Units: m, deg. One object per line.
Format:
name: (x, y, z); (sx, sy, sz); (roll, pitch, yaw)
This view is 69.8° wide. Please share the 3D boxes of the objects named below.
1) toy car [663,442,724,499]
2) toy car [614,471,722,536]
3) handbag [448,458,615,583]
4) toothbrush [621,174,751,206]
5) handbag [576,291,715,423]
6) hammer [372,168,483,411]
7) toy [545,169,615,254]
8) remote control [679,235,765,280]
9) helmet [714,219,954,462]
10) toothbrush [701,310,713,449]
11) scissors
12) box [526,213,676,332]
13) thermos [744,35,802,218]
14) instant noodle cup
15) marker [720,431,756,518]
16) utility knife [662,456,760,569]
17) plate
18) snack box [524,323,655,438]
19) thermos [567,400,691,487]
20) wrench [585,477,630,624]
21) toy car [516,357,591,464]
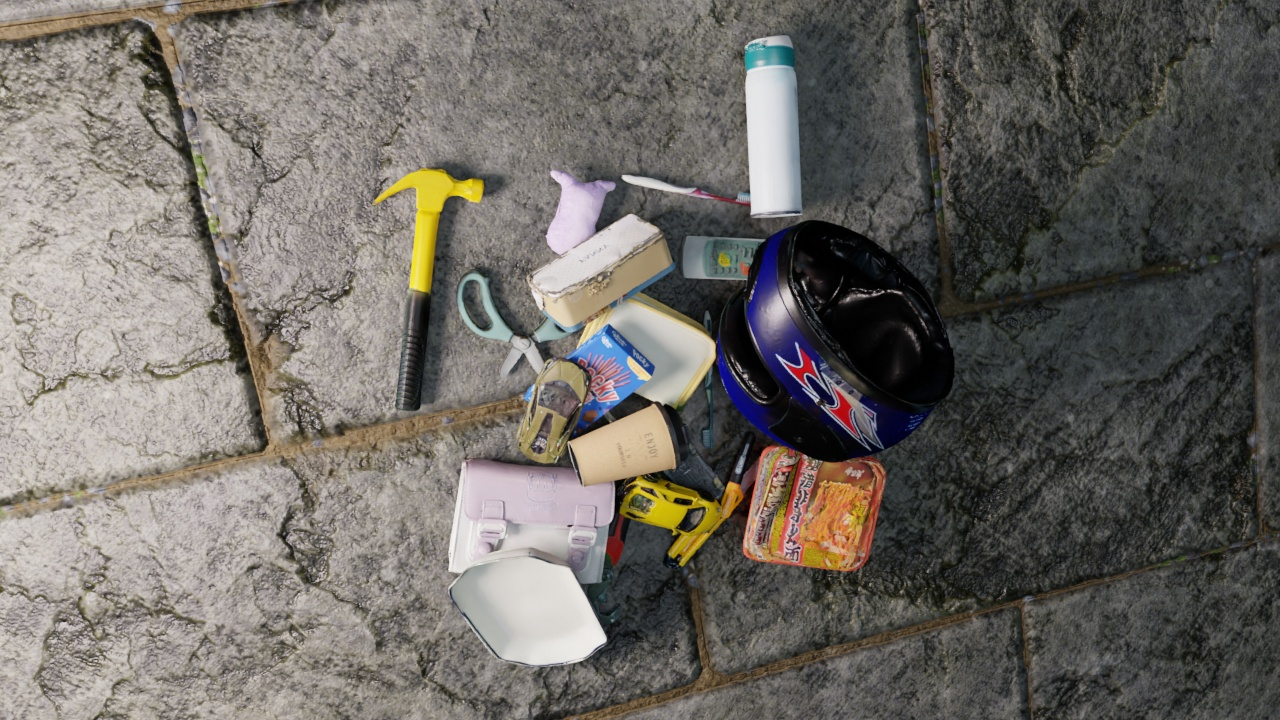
toy car: (0.066, 0.150, 1.245); (0.054, 0.036, 0.120); (-38, 115, 1)
toy car: (0.039, 0.193, 1.218); (0.155, 0.041, 0.071); (21, 117, -20)
handbag: (-0.140, 0.206, 1.186); (0.197, 0.098, 0.145); (7, 93, -13)
toothbrush: (0.067, -0.222, 1.189); (0.187, 0.016, 0.017); (9, 90, -13)
handbag: (-0.007, 0.007, 1.200); (0.163, 0.063, 0.179); (25, 109, -14)
hammer: (-0.274, -0.086, 1.135); (0.128, 0.033, 0.301); (6, 98, -12)
toy: (-0.083, -0.181, 1.153); (0.083, 0.039, 0.108); (12, 103, -18)
remote control: (0.119, -0.135, 1.212); (0.135, 0.019, 0.056); (1, 100, -12)
helmet: (0.212, -0.013, 1.135); (0.315, 0.241, 0.246); (34, 54, -23)
toothbrush: (0.089, 0.028, 1.238); (0.018, 0.016, 0.192); (-3, 101, 0)
scissors: (-0.140, -0.066, 1.174); (0.178, 0.019, 0.170); (-34, 103, -5)
box: (-0.042, -0.113, 1.131); (0.184, 0.090, 0.061); (-30, 128, -16)
thermos: (0.170, -0.296, 1.167); (0.073, 0.073, 0.224); (-5, 97, -11)
instant noodle cup: (0.234, 0.198, 1.264); (0.188, 0.079, 0.164); (10, 98, -12)
marker: (0.133, 0.157, 1.261); (0.018, 0.015, 0.123); (20, 85, 1)
utility knife: (0.104, 0.213, 1.273); (0.033, 0.015, 0.203); (42, 89, -17)
plate: (-0.139, 0.314, 1.173); (0.162, 0.034, 0.266); (-12, 134, 8)
snack box: (-0.066, 0.029, 1.162); (0.084, 0.026, 0.157); (43, 121, -15)
thermos: (-0.014, 0.110, 1.157); (0.143, 0.093, 0.093); (-16, 103, -12)
wrench: (-0.027, 0.231, 1.250); (0.056, 0.016, 0.273); (12, 98, -17)
toy car: (-0.111, 0.064, 1.155); (0.070, 0.042, 0.158); (21, 122, -1)
